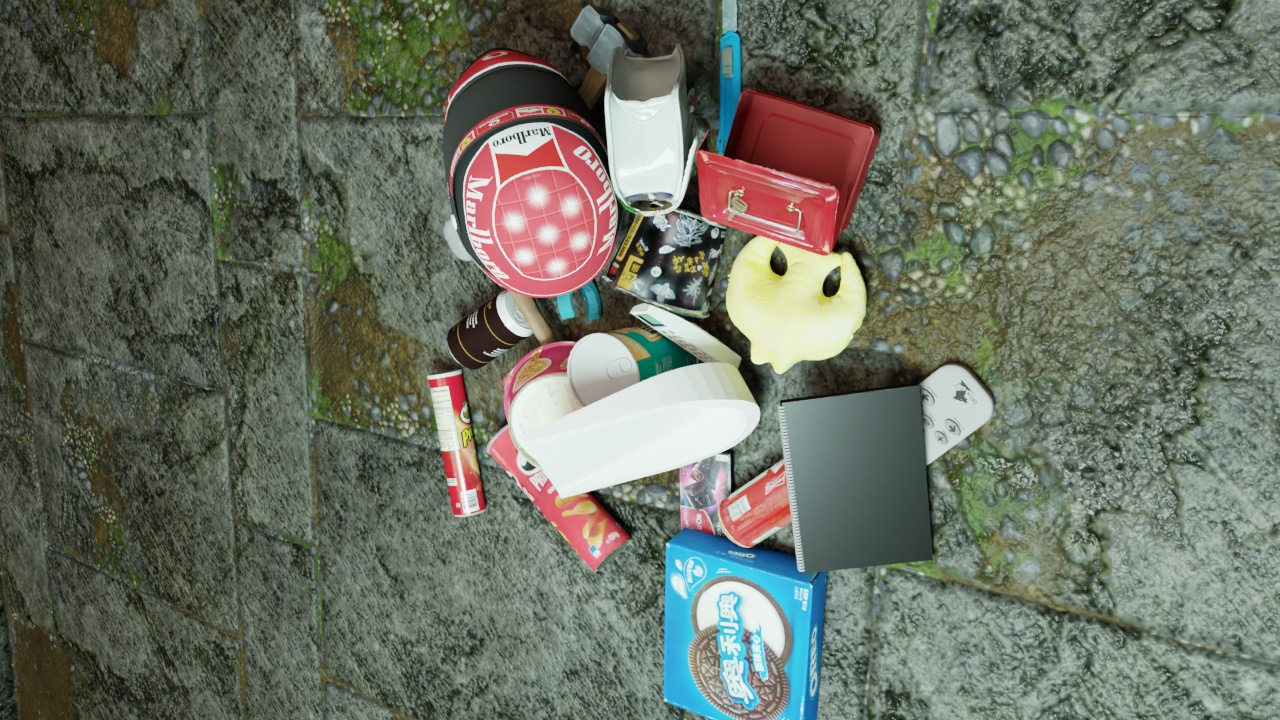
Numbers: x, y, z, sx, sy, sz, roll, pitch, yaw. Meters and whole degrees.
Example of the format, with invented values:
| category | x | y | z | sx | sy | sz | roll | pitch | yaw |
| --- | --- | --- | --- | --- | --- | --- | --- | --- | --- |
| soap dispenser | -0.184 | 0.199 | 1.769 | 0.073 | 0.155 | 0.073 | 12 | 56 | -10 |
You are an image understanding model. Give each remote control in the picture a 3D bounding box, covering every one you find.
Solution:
| category | x | y | z | sx | sy | sz | roll | pitch | yaw |
| --- | --- | --- | --- | --- | --- | --- | --- | --- | --- |
| remote control | 0.310 | 0.069 | 1.002 | 0.151 | 0.019 | 0.074 | -45 | 75 | 31 |
| remote control | 0.059 | -0.030 | 1.088 | 0.024 | 0.143 | 0.050 | -61 | 21 | -10 |

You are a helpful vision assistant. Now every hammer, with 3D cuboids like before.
| category | x | y | z | sx | sy | sz | roll | pitch | yaw |
| --- | --- | --- | --- | --- | --- | --- | --- | --- | --- |
| hammer | -0.100 | -0.289 | 1.182 | 0.117 | 0.051 | 0.324 | 48 | 123 | 13 |
| hammer | -0.145 | -0.064 | 1.222 | 0.052 | 0.097 | 0.328 | -25 | 100 | 35 |

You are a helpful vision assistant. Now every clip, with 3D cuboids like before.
| category | x | y | z | sx | sy | sz | roll | pitch | yaw |
| --- | --- | --- | --- | --- | --- | --- | --- | --- | --- |
| clip | -0.072 | -0.106 | 1.211 | 0.031 | 0.121 | 0.130 | -12 | 63 | 38 |

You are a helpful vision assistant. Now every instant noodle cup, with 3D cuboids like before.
| category | x | y | z | sx | sy | sz | roll | pitch | yaw |
| --- | --- | --- | --- | --- | --- | --- | --- | --- | --- |
| instant noodle cup | -0.096 | 0.071 | 1.183 | 0.179 | 0.077 | 0.179 | 1 | 108 | 4 |
| instant noodle cup | 0.034 | -0.125 | 1.082 | 0.137 | 0.137 | 0.112 | 24 | 102 | 27 |

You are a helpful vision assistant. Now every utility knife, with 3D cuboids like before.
| category | x | y | z | sx | sy | sz | roll | pitch | yaw |
| --- | --- | --- | --- | --- | --- | --- | --- | --- | --- |
| utility knife | 0.101 | -0.339 | 1.060 | 0.031 | 0.015 | 0.225 | 4 | 100 | 28 |

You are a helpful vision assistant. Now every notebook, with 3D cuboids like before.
| category | x | y | z | sx | sy | sz | roll | pitch | yaw |
| --- | --- | --- | --- | --- | --- | --- | --- | --- | --- |
| notebook | 0.236 | 0.133 | 1.006 | 0.149 | 0.016 | 0.207 | -8 | 107 | 7 |

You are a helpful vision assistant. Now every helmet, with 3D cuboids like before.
| category | x | y | z | sx | sy | sz | roll | pitch | yaw |
| --- | --- | --- | --- | --- | --- | --- | --- | --- | --- |
| helmet | -0.123 | -0.200 | 1.050 | 0.197 | 0.224 | 0.271 | -16 | 123 | -5 |

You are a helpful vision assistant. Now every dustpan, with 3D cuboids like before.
| category | x | y | z | sx | sy | sz | roll | pitch | yaw |
| --- | --- | --- | --- | --- | --- | --- | --- | --- | --- |
| dustpan | 0.011 | 0.093 | 1.071 | 0.257 | 0.192 | 0.053 | -24 | 62 | -3 |

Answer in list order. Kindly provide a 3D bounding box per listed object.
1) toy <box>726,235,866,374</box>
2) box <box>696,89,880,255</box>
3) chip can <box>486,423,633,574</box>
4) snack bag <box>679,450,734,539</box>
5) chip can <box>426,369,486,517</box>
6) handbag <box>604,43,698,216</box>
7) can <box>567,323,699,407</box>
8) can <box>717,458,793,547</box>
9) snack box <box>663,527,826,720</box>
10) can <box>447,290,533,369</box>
| category | x | y | z | sx | sy | sz | roll | pitch | yaw |
| --- | --- | --- | --- | --- | --- | --- | --- | --- | --- |
| toy | 0.169 | -0.063 | 1.041 | 0.170 | 0.064 | 0.155 | 24 | 106 | 27 |
| box | 0.161 | -0.210 | 0.989 | 0.157 | 0.155 | 0.147 | 21 | 153 | 15 |
| chip can | -0.112 | 0.185 | 1.265 | 0.233 | 0.073 | 0.073 | 46 | 120 | 16 |
| snack bag | 0.086 | 0.185 | 1.171 | 0.075 | 0.018 | 0.155 | 4 | 103 | 31 |
| chip can | -0.273 | 0.123 | 1.368 | 0.052 | 0.051 | 0.215 | -6 | 96 | 33 |
| handbag | 0.015 | -0.258 | 1.009 | 0.096 | 0.198 | 0.142 | -4 | 123 | 4 |
| can | -0.007 | 0.007 | 1.118 | 0.099 | 0.143 | 0.099 | 7 | 103 | 32 |
| can | 0.168 | 0.157 | 1.081 | 0.171 | 0.067 | 0.067 | -41 | 77 | 32 |
| snack box | 0.125 | 0.344 | 1.143 | 0.196 | 0.056 | 0.239 | 10 | 109 | 30 |
| can | -0.207 | -0.043 | 1.281 | 0.129 | 0.071 | 0.072 | -30 | 83 | 33 |
